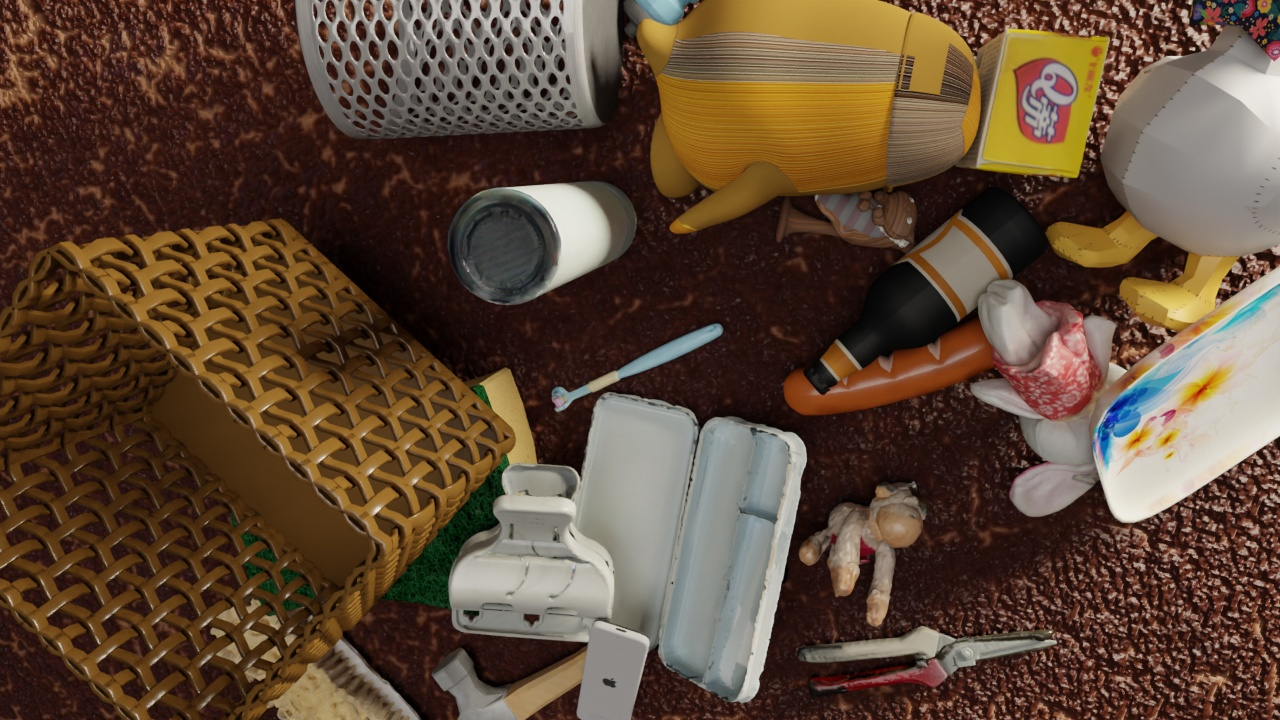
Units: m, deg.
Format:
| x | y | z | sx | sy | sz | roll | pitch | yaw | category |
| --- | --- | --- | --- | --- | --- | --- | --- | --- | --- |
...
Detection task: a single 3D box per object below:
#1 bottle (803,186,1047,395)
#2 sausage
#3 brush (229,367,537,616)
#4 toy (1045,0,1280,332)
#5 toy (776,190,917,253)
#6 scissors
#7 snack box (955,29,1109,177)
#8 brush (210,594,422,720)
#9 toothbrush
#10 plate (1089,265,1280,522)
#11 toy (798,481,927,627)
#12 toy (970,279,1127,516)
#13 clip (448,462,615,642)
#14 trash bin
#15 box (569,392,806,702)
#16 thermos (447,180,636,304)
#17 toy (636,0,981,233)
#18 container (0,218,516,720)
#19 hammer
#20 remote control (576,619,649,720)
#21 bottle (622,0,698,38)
| x | y | z | sx | sy | sz | roll | pitch | yaw | category |
| --- | --- | --- | --- | --- | --- | --- | --- | --- | --- |
| 0.191 | -0.041 | 0.642 | 0.182 | 0.059 | 0.059 | -40 | 92 | 9 | bottle |
| 0.187 | 0.008 | 0.678 | 0.164 | 0.039 | 0.044 | -16 | 91 | 16 | sausage |
| -0.215 | 0.112 | 0.773 | 0.250 | 0.075 | 0.195 | -2 | 102 | 13 | brush |
| 0.362 | -0.152 | 0.536 | 0.246 | 0.140 | 0.268 | 5 | 125 | -26 | toy |
| 0.153 | -0.101 | 0.657 | 0.102 | 0.055 | 0.041 | 13 | 65 | 4 | toy |
| 0.226 | 0.243 | 0.736 | 0.188 | 0.015 | 0.146 | 20 | 105 | 8 | scissors |
| 0.248 | -0.162 | 0.591 | 0.061 | 0.105 | 0.084 | 9 | 104 | 10 | snack box |
| -0.279 | 0.314 | 0.843 | 0.083 | 0.056 | 0.271 | -42 | 91 | 17 | brush |
| -0.004 | 0.004 | 0.733 | 0.155 | 0.016 | 0.022 | -24 | 59 | 17 | toothbrush |
| 0.371 | 0.021 | 0.589 | 0.187 | 0.016 | 0.187 | -36 | 135 | 7 | plate |
| 0.182 | 0.138 | 0.700 | 0.106 | 0.074 | 0.085 | -49 | 121 | -2 | toy |
| 0.292 | 0.023 | 0.627 | 0.159 | 0.084 | 0.194 | -42 | 117 | 16 | toy |
| -0.080 | 0.152 | 0.690 | 0.124 | 0.074 | 0.144 | 4 | 113 | -5 | clip |
| -0.113 | -0.233 | 0.633 | 0.183 | 0.156 | 0.156 | 2 | 103 | 9 | trash bin |
| 0.028 | 0.140 | 0.717 | 0.193 | 0.061 | 0.210 | 11 | 92 | 35 | box |
| -0.055 | -0.085 | 0.612 | 0.068 | 0.229 | 0.068 | 2 | 102 | 11 | thermos |
| 0.115 | -0.168 | 0.598 | 0.203 | 0.162 | 0.198 | 9 | 82 | 21 | toy |
| -0.270 | 0.071 | 0.623 | 0.251 | 0.213 | 0.220 | 42 | 108 | 1 | container |
| -0.022 | 0.244 | 0.781 | 0.329 | 0.039 | 0.131 | -34 | 94 | 17 | hammer |
| -0.023 | 0.253 | 0.727 | 0.045 | 0.008 | 0.147 | 16 | 132 | 7 | remote control |
| 0.036 | -0.279 | 0.647 | 0.130 | 0.040 | 0.040 | -43 | 91 | 18 | bottle |
